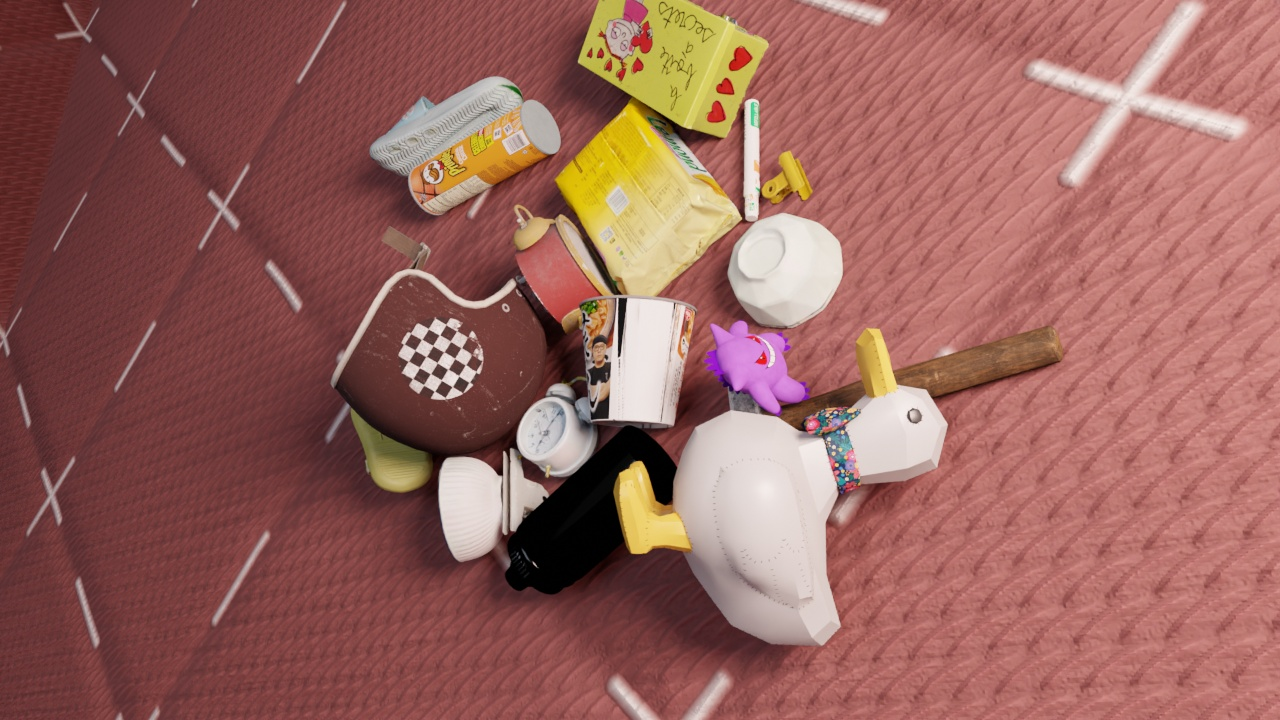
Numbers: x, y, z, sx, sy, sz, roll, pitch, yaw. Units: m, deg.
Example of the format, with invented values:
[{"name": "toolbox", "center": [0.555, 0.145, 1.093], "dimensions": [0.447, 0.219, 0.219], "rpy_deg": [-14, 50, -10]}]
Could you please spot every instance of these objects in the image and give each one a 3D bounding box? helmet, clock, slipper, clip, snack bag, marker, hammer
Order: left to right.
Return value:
[{"name": "slipper", "center": [-0.314, 0.114, 1.177], "dimensions": [0.190, 0.091, 0.082], "rpy_deg": [-125, 32, -48]}, {"name": "helmet", "center": [-0.233, -0.018, 1.048], "dimensions": [0.233, 0.253, 0.234], "rpy_deg": [-61, 10, -14]}, {"name": "slipper", "center": [-0.273, -0.334, 1.305], "dimensions": [0.246, 0.104, 0.074], "rpy_deg": [-24, 57, 22]}, {"name": "clip", "center": [-0.125, 0.149, 1.018], "dimensions": [0.047, 0.056, 0.101], "rpy_deg": [-29, 49, 32]}, {"name": "clock", "center": [-0.098, -0.106, 1.036], "dimensions": [0.081, 0.117, 0.159], "rpy_deg": [-34, 92, 10]}, {"name": "clock", "center": [-0.085, 0.072, 1.019], "dimensions": [0.083, 0.057, 0.117], "rpy_deg": [24, 81, 42]}, {"name": "snack bag", "center": [-0.005, -0.186, 1.050], "dimensions": [0.160, 0.068, 0.247], "rpy_deg": [-45, 51, 17]}, {"name": "marker", "center": [0.121, -0.218, 0.996], "dimensions": [0.017, 0.017, 0.145], "rpy_deg": [-12, 65, 35]}, {"name": "clip", "center": [0.153, -0.184, 0.959], "dimensions": [0.050, 0.044, 0.054], "rpy_deg": [116, 144, -51]}, {"name": "hammer", "center": [0.216, 0.063, 0.796], "dimensions": [0.301, 0.037, 0.217], "rpy_deg": [-19, 61, 31]}]

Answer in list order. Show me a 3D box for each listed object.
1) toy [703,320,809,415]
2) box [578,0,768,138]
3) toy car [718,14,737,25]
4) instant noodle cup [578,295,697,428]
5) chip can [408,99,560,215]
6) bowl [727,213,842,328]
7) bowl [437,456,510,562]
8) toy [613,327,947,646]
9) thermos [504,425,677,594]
[{"name": "toy", "center": [0.098, 0.006, 0.827], "dimensions": [0.056, 0.088, 0.106], "rpy_deg": [-37, 53, 28]}, {"name": "box", "center": [0.032, -0.355, 1.057], "dimensions": [0.221, 0.081, 0.125], "rpy_deg": [47, 121, 39]}, {"name": "toy car", "center": [0.080, -0.389, 1.089], "dimensions": [0.090, 0.027, 0.039], "rpy_deg": [29, 101, 45]}, {"name": "instant noodle cup", "center": [-0.006, 0.006, 0.949], "dimensions": [0.124, 0.123, 0.121], "rpy_deg": [-4, 79, 37]}, {"name": "chip can", "center": [-0.214, -0.272, 1.245], "dimensions": [0.216, 0.075, 0.075], "rpy_deg": [-20, 61, 31]}, {"name": "bowl", "center": [0.134, -0.095, 0.907], "dimensions": [0.118, 0.061, 0.117], "rpy_deg": [-15, 65, 33]}, {"name": "bowl", "center": [-0.179, 0.163, 1.031], "dimensions": [0.062, 0.118, 0.118], "rpy_deg": [-9, 63, 4]}, {"name": "toy", "center": [0.118, 0.109, 0.746], "dimensions": [0.268, 0.141, 0.246], "rpy_deg": [-8, 88, 6]}, {"name": "thermos", "center": [-0.057, 0.162, 0.938], "dimensions": [0.199, 0.086, 0.086], "rpy_deg": [-43, 51, 17]}]
